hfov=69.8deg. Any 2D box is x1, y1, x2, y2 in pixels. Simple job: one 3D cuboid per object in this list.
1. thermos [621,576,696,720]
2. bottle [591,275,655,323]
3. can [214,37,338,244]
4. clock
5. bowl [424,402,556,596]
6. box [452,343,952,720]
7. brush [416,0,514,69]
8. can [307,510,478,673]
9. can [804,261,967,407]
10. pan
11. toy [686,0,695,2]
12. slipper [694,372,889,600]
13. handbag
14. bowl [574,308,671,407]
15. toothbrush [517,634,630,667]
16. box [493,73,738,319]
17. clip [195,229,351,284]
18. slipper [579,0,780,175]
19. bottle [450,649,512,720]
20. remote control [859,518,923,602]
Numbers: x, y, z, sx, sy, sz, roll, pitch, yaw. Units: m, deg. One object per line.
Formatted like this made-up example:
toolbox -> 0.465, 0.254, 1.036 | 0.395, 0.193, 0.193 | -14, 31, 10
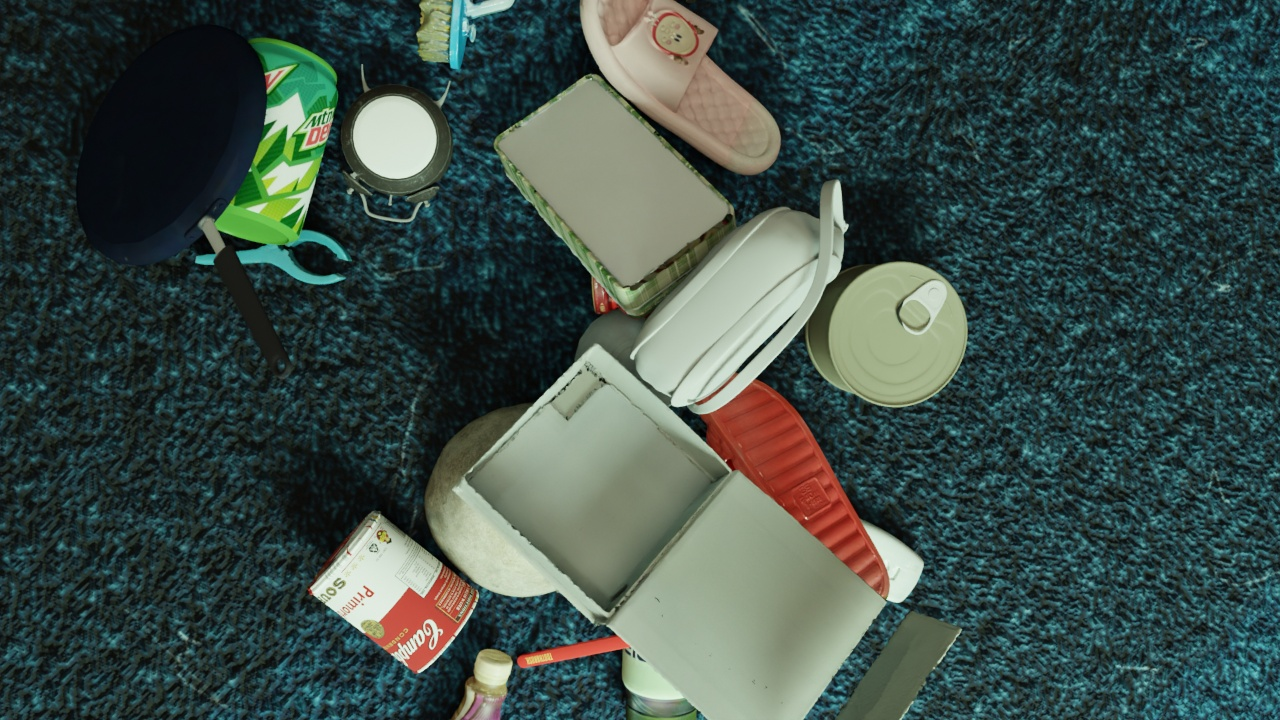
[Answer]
thermos -> 0.020, 0.233, 0.836 | 0.082, 0.082, 0.231 | 1, 95, -8
bottle -> 0.014, -0.079, 0.788 | 0.111, 0.099, 0.099 | -1, 96, 0
can -> -0.297, -0.172, 0.730 | 0.083, 0.083, 0.144 | 13, 79, -9
clock -> -0.206, -0.180, 0.775 | 0.091, 0.044, 0.123 | 8, 95, -9
bowl -> -0.099, 0.130, 0.806 | 0.178, 0.081, 0.178 | -1, 97, -9
box -> 0.038, 0.160, 0.724 | 0.368, 0.099, 0.165 | 40, 71, 8
brush -> -0.143, -0.312, 0.765 | 0.075, 0.055, 0.136 | 7, 95, -4
can -> -0.212, 0.199, 0.792 | 0.116, 0.086, 0.086 | 42, 89, -10
can -> 0.221, -0.026, 0.837 | 0.127, 0.073, 0.128 | -1, 96, -8
pan -> -0.323, -0.115, 0.666 | 0.199, 0.021, 0.356 | -43, 61, 10
toy -> 0.024, -0.350, 0.783 | 0.076, 0.063, 0.100 | -13, 82, -42
slipper -> 0.127, 0.119, 0.823 | 0.103, 0.059, 0.248 | -24, 74, -43
handbag -> 0.105, -0.044, 0.748 | 0.216, 0.222, 0.095 | -45, 77, 17
bowl -> -0.005, 0.005, 0.825 | 0.106, 0.039, 0.106 | -1, 96, -8
toothbrush -> -0.025, 0.249, 0.804 | 0.213, 0.017, 0.012 | -20, 85, 26
box -> -0.022, -0.138, 0.749 | 0.117, 0.051, 0.205 | -38, 64, -9
clip -> -0.310, -0.089, 0.780 | 0.119, 0.027, 0.102 | 18, 96, -9
slipper -> 0.038, -0.244, 0.780 | 0.221, 0.056, 0.106 | 39, 55, -17
bottle -> -0.153, 0.345, 0.829 | 0.059, 0.059, 0.166 | 16, 93, -10
remote control -> 0.215, 0.187, 0.881 | 0.114, 0.028, 0.060 | 28, 91, -10
